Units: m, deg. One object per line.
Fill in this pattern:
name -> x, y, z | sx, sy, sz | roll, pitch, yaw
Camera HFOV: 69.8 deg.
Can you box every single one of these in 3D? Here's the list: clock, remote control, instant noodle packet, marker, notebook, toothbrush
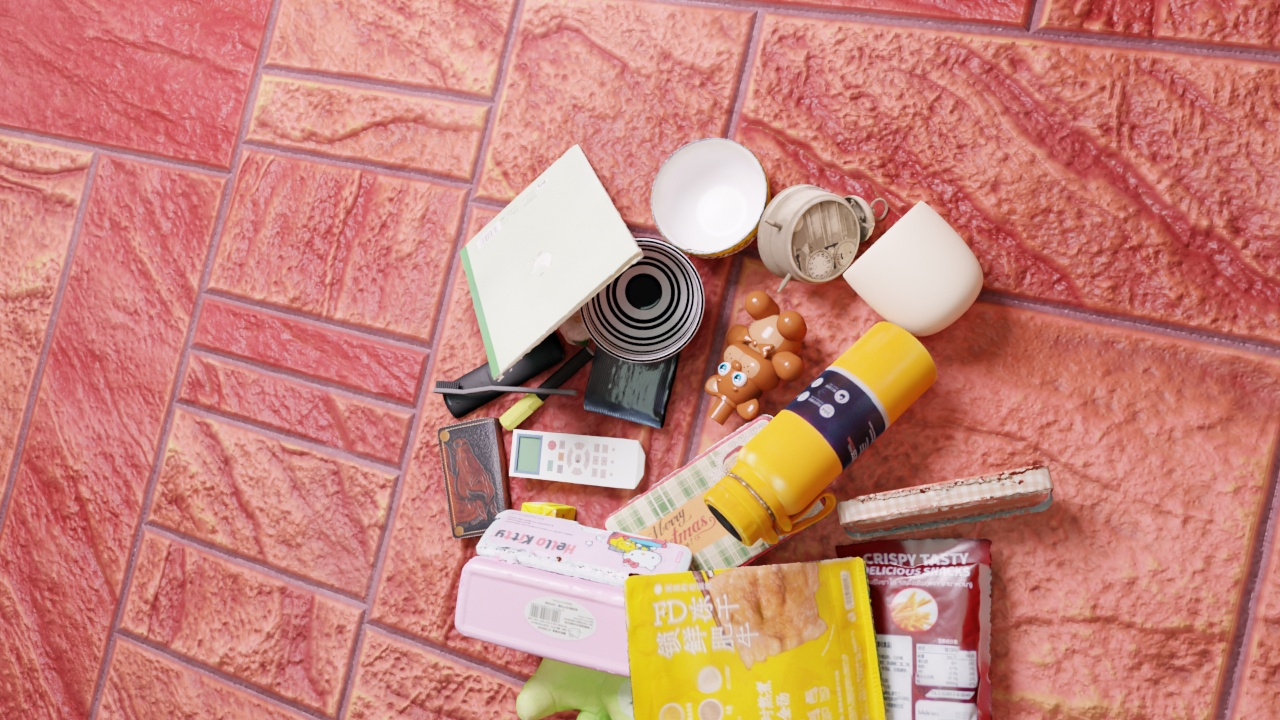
clock -> 0.179, -0.123, 0.868 | 0.140, 0.054, 0.093 | -23, 115, -16
remote control -> -0.064, 0.102, 0.955 | 0.143, 0.024, 0.049 | 4, 86, 16
instant noodle packet -> 0.091, 0.259, 0.789 | 0.221, 0.084, 0.163 | 1, 76, -24
marker -> -0.099, 0.030, 0.976 | 0.124, 0.017, 0.021 | -41, 30, 9
notebook -> -0.101, -0.109, 0.920 | 0.182, 0.010, 0.252 | -40, 38, 10
toothbrush -> -0.145, 0.032, 0.974 | 0.167, 0.013, 0.013 | 2, 78, 18
remote control -> -0.151, 0.014, 0.995 | 0.152, 0.020, 0.041 | -28, 78, 15

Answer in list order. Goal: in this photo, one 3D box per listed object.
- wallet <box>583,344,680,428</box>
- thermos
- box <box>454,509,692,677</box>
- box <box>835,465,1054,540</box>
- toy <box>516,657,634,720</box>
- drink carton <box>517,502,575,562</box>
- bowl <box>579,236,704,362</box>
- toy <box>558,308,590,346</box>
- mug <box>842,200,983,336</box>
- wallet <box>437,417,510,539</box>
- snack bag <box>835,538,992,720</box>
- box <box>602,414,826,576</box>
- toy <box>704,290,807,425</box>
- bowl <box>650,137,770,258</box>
wallet -> -0.006, 0.006, 0.946 | 0.089, 0.026, 0.115 | 12, 88, 17
thermos -> 0.164, 0.072, 0.817 | 0.232, 0.076, 0.091 | -41, 70, -12
box -> -0.063, 0.204, 0.839 | 0.202, 0.077, 0.146 | 9, 62, 13
box -> 0.270, 0.128, 0.821 | 0.187, 0.082, 0.041 | -13, 70, 18
toy -> -0.009, 0.309, 0.879 | 0.197, 0.107, 0.150 | 17, 90, 10
drink carton -> -0.103, 0.213, 0.938 | 0.043, 0.058, 0.134 | 7, 85, 19
bowl -> 0.002, -0.063, 0.901 | 0.120, 0.066, 0.120 | 1, 104, 2
toy -> -0.080, -0.063, 0.953 | 0.074, 0.085, 0.106 | -38, 94, -31
mug -> 0.261, -0.082, 0.838 | 0.100, 0.096, 0.119 | 47, 57, 6
wallet -> -0.178, 0.127, 0.992 | 0.072, 0.019, 0.123 | -13, 80, 21
snack bag -> 0.247, 0.264, 0.817 | 0.139, 0.066, 0.207 | -7, 79, 28
box -> 0.073, 0.151, 0.893 | 0.206, 0.051, 0.117 | -34, 74, 13
toy -> 0.105, 0.003, 0.885 | 0.095, 0.065, 0.127 | 35, 88, 41
bowl -> 0.075, -0.155, 0.914 | 0.117, 0.067, 0.117 | -2, 83, 18
